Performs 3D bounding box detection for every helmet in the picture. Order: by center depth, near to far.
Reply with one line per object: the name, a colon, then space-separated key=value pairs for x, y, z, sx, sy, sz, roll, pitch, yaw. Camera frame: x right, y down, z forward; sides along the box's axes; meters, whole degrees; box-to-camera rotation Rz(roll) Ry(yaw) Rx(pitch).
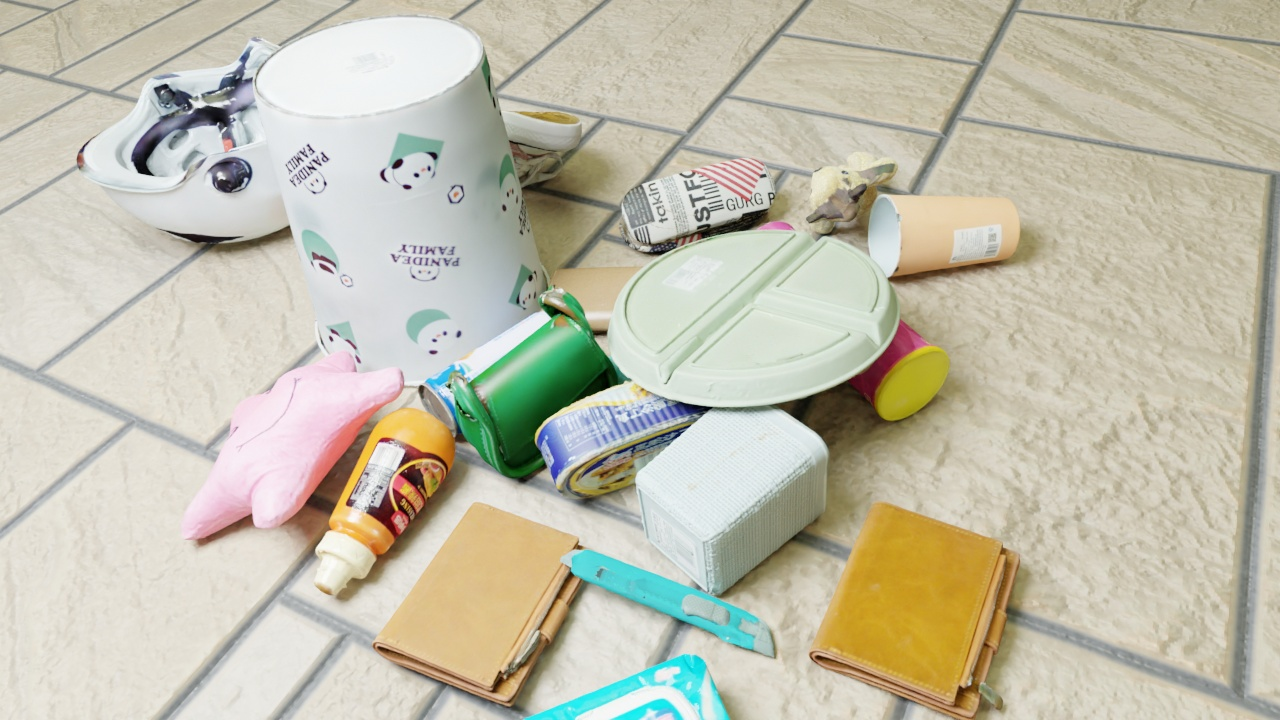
helmet: x=-0.434 y=-0.212 z=0.980 sx=0.258 sy=0.146 sz=0.229 roll=-38 pitch=51 yaw=-19

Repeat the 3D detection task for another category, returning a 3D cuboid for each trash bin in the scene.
trash bin: x=-0.206 y=-0.145 z=0.808 sx=0.229 sy=0.252 sz=0.229 roll=-2 pitch=44 yaw=2

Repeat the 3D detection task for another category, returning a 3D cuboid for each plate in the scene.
plate: x=0.085 y=-0.044 z=0.720 sx=0.230 sy=0.027 sz=0.229 roll=-7 pitch=35 yaw=5

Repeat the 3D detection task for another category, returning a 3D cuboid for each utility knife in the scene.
utility knife: x=0.019 y=0.161 z=0.623 sx=0.158 sy=0.013 sz=0.029 roll=19 pitch=43 yaw=10

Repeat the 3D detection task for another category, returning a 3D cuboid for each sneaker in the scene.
sneaker: x=-0.147 y=-0.231 z=1.014 sx=0.118 sy=0.088 sz=0.241 roll=-10 pitch=17 yaw=-38

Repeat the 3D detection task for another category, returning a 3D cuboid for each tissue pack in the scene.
tissue pack: x=-0.007 y=0.238 z=0.534 sx=0.133 sy=0.050 sz=0.093 roll=-20 pitch=46 yaw=-14

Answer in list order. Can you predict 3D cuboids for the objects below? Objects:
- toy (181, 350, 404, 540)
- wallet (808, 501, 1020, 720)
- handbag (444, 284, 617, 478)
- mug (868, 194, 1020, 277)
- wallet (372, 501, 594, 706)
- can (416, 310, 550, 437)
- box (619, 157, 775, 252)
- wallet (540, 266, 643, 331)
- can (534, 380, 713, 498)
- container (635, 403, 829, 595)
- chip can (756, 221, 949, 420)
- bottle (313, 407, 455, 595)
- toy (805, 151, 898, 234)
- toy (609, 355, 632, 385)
toy: x=-0.286 y=0.065 z=0.725 sx=0.179 sy=0.074 sz=0.194 roll=10 pitch=54 yaw=46
wallet: x=0.190 y=0.162 z=0.606 sx=0.119 sy=0.035 sz=0.130 roll=18 pitch=50 yaw=23
handbag: x=-0.086 y=0.017 z=0.720 sx=0.131 sy=0.120 sz=0.068 roll=-39 pitch=53 yaw=-18
mug: x=0.287 y=-0.121 z=0.866 sx=0.122 sy=0.078 sz=0.078 roll=-4 pitch=43 yaw=-5
wallet: x=-0.104 y=0.163 z=0.635 sx=0.108 sy=0.031 sz=0.131 roll=14 pitch=44 yaw=17
can: x=-0.119 y=0.008 z=0.783 sx=0.134 sy=0.053 sz=0.053 roll=-35 pitch=51 yaw=-27
box: x=0.057 y=-0.150 z=0.944 sx=0.163 sy=0.082 sz=0.075 roll=-19 pitch=79 yaw=-15
wallet: x=-0.031 y=-0.057 z=0.860 sx=0.115 sy=0.033 sz=0.090 roll=0 pitch=41 yaw=7
can: x=-0.004 y=0.055 z=0.706 sx=0.148 sy=0.075 sz=0.049 roll=-19 pitch=56 yaw=-14
container: x=0.062 y=0.094 z=0.653 sx=0.111 sy=0.090 sz=0.090 roll=-35 pitch=51 yaw=-24
chip can: x=0.167 y=-0.041 z=0.793 sx=0.071 sy=0.071 sz=0.210 roll=-23 pitch=46 yaw=-18
bottle: x=-0.196 y=0.107 z=0.686 sx=0.067 sy=0.067 sz=0.149 roll=13 pitch=54 yaw=18
toy: x=0.205 y=-0.175 z=0.913 sx=0.105 sy=0.066 sz=0.156 roll=-35 pitch=6 yaw=30
toy: x=-0.005 y=0.005 z=0.782 sx=0.092 sy=0.030 sz=0.096 roll=-9 pitch=28 yaw=25
